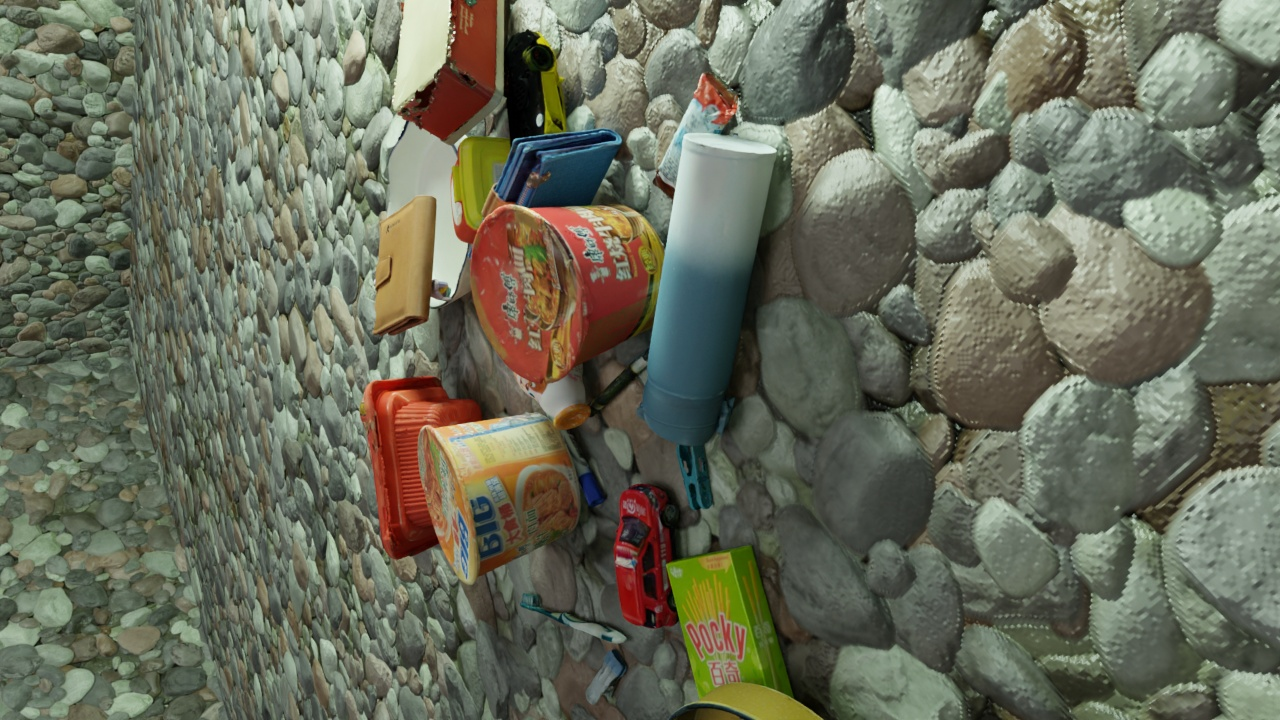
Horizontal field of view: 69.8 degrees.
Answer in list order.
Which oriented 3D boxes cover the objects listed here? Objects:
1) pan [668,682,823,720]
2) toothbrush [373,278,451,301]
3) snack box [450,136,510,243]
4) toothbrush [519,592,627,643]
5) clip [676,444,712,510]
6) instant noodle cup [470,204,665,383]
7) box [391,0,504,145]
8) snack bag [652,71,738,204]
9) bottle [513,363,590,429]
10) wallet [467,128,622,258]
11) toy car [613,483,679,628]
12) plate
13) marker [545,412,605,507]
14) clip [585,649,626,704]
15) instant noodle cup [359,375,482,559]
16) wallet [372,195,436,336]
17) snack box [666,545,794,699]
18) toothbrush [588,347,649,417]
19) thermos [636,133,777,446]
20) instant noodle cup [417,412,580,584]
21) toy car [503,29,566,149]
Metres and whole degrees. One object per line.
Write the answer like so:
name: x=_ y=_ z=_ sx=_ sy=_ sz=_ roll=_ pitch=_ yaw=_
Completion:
pan: x=0.132 y=0.310 z=0.560 sx=0.358 sy=0.078 sz=0.197 roll=-15 pitch=97 yaw=51
toothbrush: x=-0.256 y=-0.081 z=1.010 sx=0.189 sy=0.021 sz=0.029 roll=11 pitch=138 yaw=53
snack box: x=-0.143 y=-0.157 z=0.870 sx=0.080 sy=0.082 sz=0.091 roll=-21 pitch=72 yaw=61
toothbrush: x=-0.070 y=0.251 z=0.900 sx=0.192 sy=0.016 sz=0.018 roll=-4 pitch=83 yaw=54
clip: x=0.043 y=0.090 z=0.719 sx=0.041 sy=0.014 sz=0.056 roll=-16 pitch=82 yaw=54
instant noodle cup: x=-0.052 y=-0.061 z=0.724 sx=0.138 sy=0.108 sz=0.138 roll=21 pitch=120 yaw=41
box: x=-0.182 y=-0.292 z=0.840 sx=0.092 sy=0.078 sz=0.168 roll=-28 pitch=53 yaw=35
snack bag: x=0.039 y=-0.157 z=0.666 sx=0.045 sy=0.026 sz=0.106 roll=50 pitch=135 yaw=23
bottle: x=-0.081 y=0.009 z=0.827 sx=0.108 sy=0.063 sz=0.063 roll=62 pitch=139 yaw=27
wallet: x=-0.081 y=-0.133 z=0.766 sx=0.040 sy=0.106 sz=0.133 roll=51 pitch=135 yaw=19
toy car: x=0.005 y=0.163 z=0.759 sx=0.053 sy=0.045 sz=0.120 roll=-1 pitch=94 yaw=52
plate: x=-0.218 y=-0.161 z=0.998 sx=0.205 sy=0.045 sz=0.205 roll=12 pitch=105 yaw=52
marker: x=-0.070 y=0.072 z=0.866 sx=0.145 sy=0.016 sz=0.017 roll=61 pitch=139 yaw=26
clip: x=-0.033 y=0.295 z=0.854 sx=0.024 sy=0.028 sz=0.057 roll=47 pitch=122 yaw=36
instant noodle cup: x=-0.219 y=0.108 z=0.974 sx=0.079 sy=0.164 sz=0.189 roll=-6 pitch=91 yaw=15
wallet: x=-0.248 y=-0.097 z=0.962 sx=0.108 sy=0.031 sz=0.131 roll=-14 pitch=70 yaw=50
snack box: x=0.070 y=0.223 z=0.696 sx=0.086 sy=0.026 sz=0.156 roll=-26 pitch=75 yaw=51
toothbrush: x=-0.005 y=0.004 z=0.762 sx=0.186 sy=0.017 sz=0.012 roll=-44 pitch=64 yaw=48
thermos: x=0.046 y=-0.046 z=0.649 sx=0.070 sy=0.070 sz=0.221 roll=33 pitch=123 yaw=46
instant noodle cup: x=-0.131 y=0.120 z=0.861 sx=0.151 sy=0.111 sz=0.151 roll=37 pitch=134 yaw=51
toy car: x=-0.093 y=-0.219 z=0.819 sx=0.071 sy=0.041 sz=0.155 roll=-19 pitch=78 yaw=53
